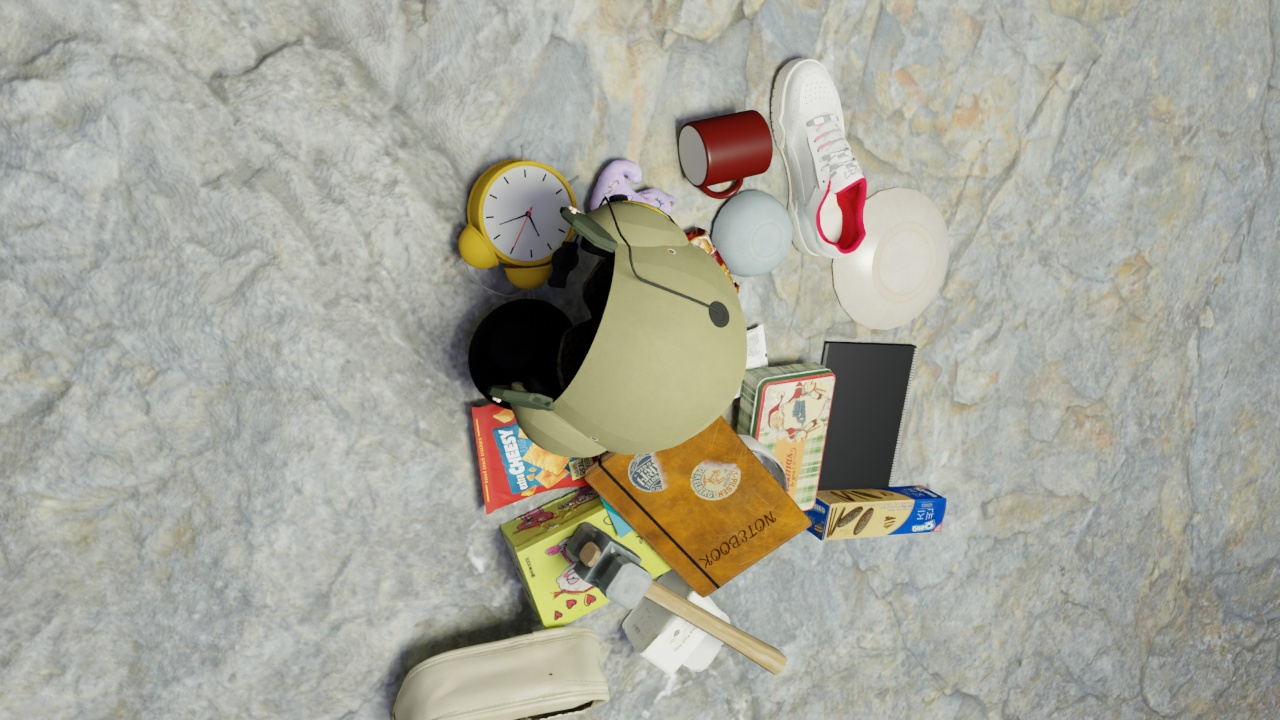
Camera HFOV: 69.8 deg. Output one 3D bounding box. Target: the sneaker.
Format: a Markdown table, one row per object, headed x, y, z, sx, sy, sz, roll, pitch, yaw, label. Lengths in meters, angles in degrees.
| x | y | z | sx | sy | sz | roll | pitch | yaw | label |
| --- | --- | --- | --- | --- | --- | --- | --- | --- | --- |
| 0.223 | -0.234 | 1.079 | 0.090 | 0.104 | 0.237 | -15 | 110 | -20 | sneaker |

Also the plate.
| x | y | z | sx | sy | sz | roll | pitch | yaw | label |
| --- | --- | --- | --- | --- | --- | --- | --- | --- | --- |
| 0.338 | -0.131 | 1.203 | 0.188 | 0.027 | 0.189 | -7 | 107 | -23 | plate |

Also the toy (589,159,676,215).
| x | y | z | sx | sy | sz | roll | pitch | yaw | label |
| --- | --- | --- | --- | --- | --- | --- | --- | --- | --- |
| -0.006 | -0.178 | 1.030 | 0.099 | 0.036 | 0.080 | 17 | 97 | -26 | toy |

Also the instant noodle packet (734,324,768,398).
| x | y | z | sx | sy | sz | roll | pitch | yaw | label |
| --- | --- | --- | --- | --- | --- | --- | --- | --- | --- |
| 0.100 | 0.013 | 1.138 | 0.134 | 0.026 | 0.087 | -17 | 111 | -19 | instant noodle packet |

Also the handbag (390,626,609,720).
| x | y | z | sx | sy | sz | roll | pitch | yaw | label |
| --- | --- | --- | --- | --- | --- | --- | --- | --- | --- |
| -0.158 | 0.404 | 1.052 | 0.228 | 0.131 | 0.185 | 3 | 143 | -24 | handbag |

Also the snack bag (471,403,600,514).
| x | y | z | sx | sy | sz | roll | pitch | yaw | label |
| --- | --- | --- | --- | --- | --- | --- | --- | --- | --- |
| -0.117 | 0.100 | 1.057 | 0.143 | 0.039 | 0.131 | -11 | 109 | -21 | snack bag |

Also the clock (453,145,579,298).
| x | y | z | sx | sy | sz | roll | pitch | yaw | label |
| --- | --- | --- | --- | --- | --- | --- | --- | --- | --- |
| -0.130 | -0.143 | 0.977 | 0.113 | 0.052 | 0.152 | 24 | 90 | -28 | clock |

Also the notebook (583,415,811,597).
| x | y | z | sx | sy | sz | roll | pitch | yaw | label |
| --- | --- | --- | --- | --- | --- | --- | --- | --- | --- |
| 0.058 | 0.158 | 1.053 | 0.178 | 0.014 | 0.249 | -37 | 115 | 10 | notebook |

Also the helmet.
| x | y | z | sx | sy | sz | roll | pitch | yaw | label |
| --- | --- | --- | --- | --- | --- | --- | --- | --- | --- |
| -0.014 | -0.022 | 0.889 | 0.232 | 0.256 | 0.250 | 20 | 96 | -23 | helmet |

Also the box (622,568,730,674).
| x | y | z | sx | sy | sz | roll | pitch | yaw | label |
| --- | --- | --- | --- | --- | --- | --- | --- | --- | --- |
| 0.063 | 0.350 | 1.171 | 0.130 | 0.103 | 0.110 | 44 | 85 | -18 | box |

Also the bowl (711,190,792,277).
| x | y | z | sx | sy | sz | roll | pitch | yaw | label |
| --- | --- | --- | --- | --- | --- | --- | --- | --- | --- |
| 0.141 | -0.148 | 1.099 | 0.106 | 0.039 | 0.106 | -9 | 112 | -23 | bowl |

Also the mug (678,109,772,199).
| x | y | z | sx | sy | sz | roll | pitch | yaw | label |
| --- | --- | --- | --- | --- | --- | --- | --- | --- | --- |
| 0.094 | -0.228 | 1.049 | 0.082 | 0.073 | 0.106 | -16 | 140 | -20 | mug |

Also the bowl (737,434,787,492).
| x | y | z | sx | sy | sz | roll | pitch | yaw | label |
| --- | --- | --- | --- | --- | --- | --- | --- | --- | --- |
| 0.115 | 0.140 | 1.104 | 0.116 | 0.065 | 0.116 | 0 | 115 | -1 | bowl |

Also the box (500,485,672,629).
| x | y | z | sx | sy | sz | roll | pitch | yaw | label |
| --- | --- | --- | --- | --- | --- | --- | --- | --- | --- |
| -0.042 | 0.214 | 1.101 | 0.220 | 0.082 | 0.124 | -21 | 112 | -17 | box |

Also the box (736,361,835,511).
| x | y | z | sx | sy | sz | roll | pitch | yaw | label |
| --- | --- | --- | --- | --- | --- | --- | --- | --- | --- |
| 0.180 | 0.104 | 1.172 | 0.117 | 0.050 | 0.206 | -4 | 116 | -22 | box |

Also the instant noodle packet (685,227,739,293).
| x | y | z | sx | sy | sz | roll | pitch | yaw | label |
| --- | --- | --- | --- | --- | --- | --- | --- | --- | --- |
| 0.043 | -0.084 | 1.078 | 0.135 | 0.040 | 0.098 | -36 | 114 | -12 | instant noodle packet |

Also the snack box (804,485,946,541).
| x | y | z | sx | sy | sz | roll | pitch | yaw | label |
| --- | --- | --- | --- | --- | --- | --- | --- | --- | --- |
| 0.328 | 0.211 | 1.280 | 0.206 | 0.056 | 0.057 | 1 | 103 | -25 | snack box |

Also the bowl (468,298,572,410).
| x | y | z | sx | sy | sz | roll | pitch | yaw | label |
| --- | --- | --- | --- | --- | --- | --- | --- | --- | --- |
| -0.134 | -0.012 | 1.010 | 0.124 | 0.052 | 0.124 | -7 | 107 | -23 | bowl |

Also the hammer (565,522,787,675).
| x | y | z | sx | sy | sz | roll | pitch | yaw | label |
| --- | --- | --- | --- | --- | --- | --- | --- | --- | --- |
| 0.056 | 0.290 | 1.060 | 0.322 | 0.117 | 0.051 | 37 | 85 | -29 | hammer |

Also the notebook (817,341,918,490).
| x | y | z | sx | sy | sz | roll | pitch | yaw | label |
| --- | --- | --- | --- | --- | --- | --- | --- | --- | --- |
| 0.299 | 0.077 | 1.253 | 0.148 | 0.016 | 0.207 | 1 | 104 | -24 | notebook |
